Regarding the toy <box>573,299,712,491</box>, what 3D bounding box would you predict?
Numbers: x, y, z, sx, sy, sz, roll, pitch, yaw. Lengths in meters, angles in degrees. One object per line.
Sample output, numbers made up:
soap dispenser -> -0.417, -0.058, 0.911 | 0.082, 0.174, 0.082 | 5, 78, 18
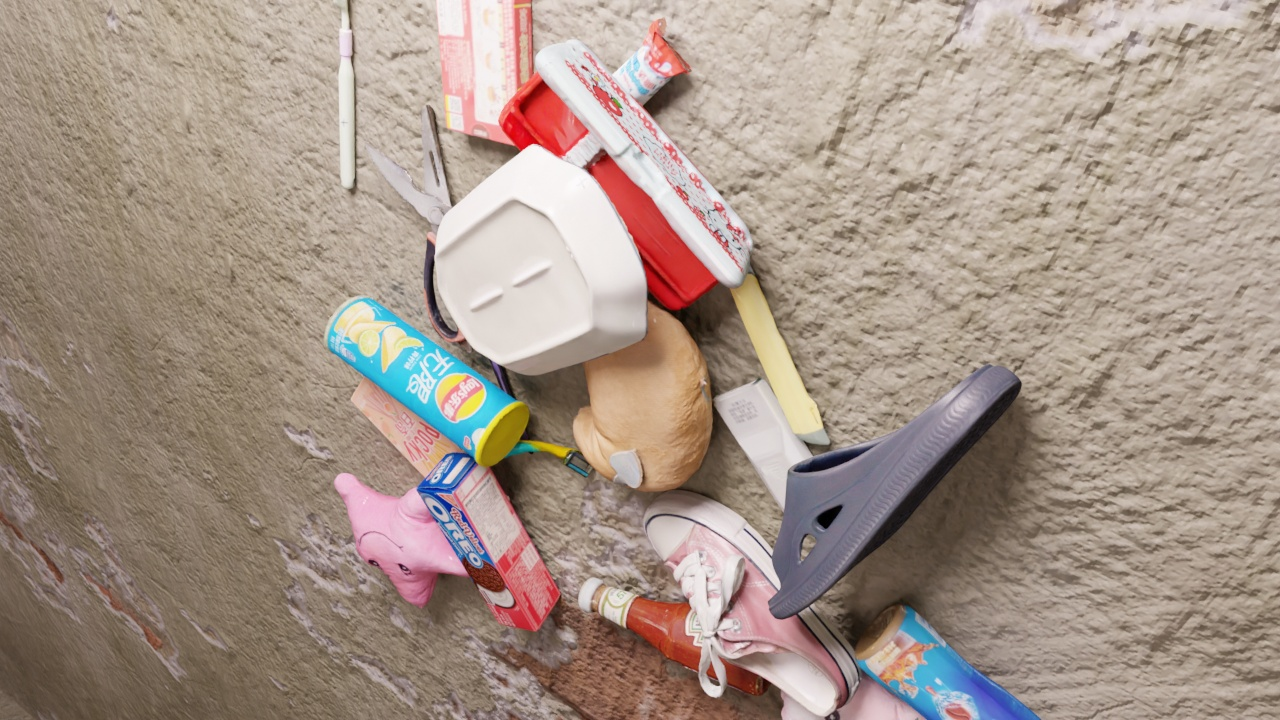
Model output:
toy -> -0.004, 0.004, 0.748 | 0.143, 0.082, 0.226 | 12, 121, 28

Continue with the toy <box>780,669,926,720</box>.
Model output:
toy -> 0.202, 0.325, 0.819 | 0.160, 0.054, 0.121 | 0, 109, 27

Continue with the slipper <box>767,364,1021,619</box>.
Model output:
slipper -> 0.166, 0.087, 0.678 | 0.083, 0.110, 0.269 | 47, 128, 22

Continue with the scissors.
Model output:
scissors -> -0.171, -0.112, 0.822 | 0.225, 0.015, 0.189 | 36, 122, 9

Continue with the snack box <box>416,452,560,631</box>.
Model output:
snack box -> -0.154, 0.189, 0.954 | 0.057, 0.058, 0.208 | 0, 126, 35

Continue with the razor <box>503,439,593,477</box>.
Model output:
razor -> -0.111, 0.092, 0.900 | 0.133, 0.028, 0.043 | 0, 160, 29

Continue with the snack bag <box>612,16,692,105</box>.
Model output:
snack bag -> -0.005, -0.200, 0.663 | 0.045, 0.026, 0.106 | 49, 135, -10

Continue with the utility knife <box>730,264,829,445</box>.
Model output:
utility knife -> 0.101, -0.011, 0.709 | 0.031, 0.019, 0.179 | -18, 106, 35

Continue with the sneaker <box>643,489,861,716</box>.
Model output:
sneaker -> 0.080, 0.213, 0.793 | 0.241, 0.087, 0.119 | 45, 131, 21

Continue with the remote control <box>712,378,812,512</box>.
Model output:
remote control -> 0.110, 0.074, 0.750 | 0.049, 0.024, 0.125 | -27, 99, 41

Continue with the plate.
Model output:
plate -> -0.092, -0.061, 0.710 | 0.266, 0.034, 0.162 | -15, 107, 55

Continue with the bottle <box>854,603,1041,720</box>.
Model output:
bottle -> 0.275, 0.290, 0.738 | 0.218, 0.065, 0.065 | 41, 131, 7

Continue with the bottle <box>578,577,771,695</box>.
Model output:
bottle -> 0.033, 0.260, 0.890 | 0.206, 0.059, 0.060 | 15, 124, 27

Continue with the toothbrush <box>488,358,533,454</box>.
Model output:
toothbrush -> -0.136, 0.010, 0.889 | 0.014, 0.016, 0.189 | 0, 119, 37

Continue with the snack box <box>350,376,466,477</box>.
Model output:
snack box -> -0.236, 0.070, 0.979 | 0.157, 0.026, 0.085 | 46, 132, 3

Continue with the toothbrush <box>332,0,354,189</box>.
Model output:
toothbrush -> -0.267, -0.240, 0.823 | 0.020, 0.029, 0.190 | 1, 128, -13

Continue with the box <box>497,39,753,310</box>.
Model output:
box -> -0.015, -0.118, 0.642 | 0.095, 0.100, 0.201 | -38, 101, 24

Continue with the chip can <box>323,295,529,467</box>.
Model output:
chip can -> -0.210, 0.018, 0.893 | 0.210, 0.071, 0.071 | 33, 130, 18

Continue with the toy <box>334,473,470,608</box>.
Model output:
toy -> -0.263, 0.213, 1.050 | 0.195, 0.074, 0.179 | 5, 119, 31

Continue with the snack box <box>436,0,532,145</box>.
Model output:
snack box -> -0.121, -0.249, 0.713 | 0.075, 0.025, 0.153 | 18, 125, 24
